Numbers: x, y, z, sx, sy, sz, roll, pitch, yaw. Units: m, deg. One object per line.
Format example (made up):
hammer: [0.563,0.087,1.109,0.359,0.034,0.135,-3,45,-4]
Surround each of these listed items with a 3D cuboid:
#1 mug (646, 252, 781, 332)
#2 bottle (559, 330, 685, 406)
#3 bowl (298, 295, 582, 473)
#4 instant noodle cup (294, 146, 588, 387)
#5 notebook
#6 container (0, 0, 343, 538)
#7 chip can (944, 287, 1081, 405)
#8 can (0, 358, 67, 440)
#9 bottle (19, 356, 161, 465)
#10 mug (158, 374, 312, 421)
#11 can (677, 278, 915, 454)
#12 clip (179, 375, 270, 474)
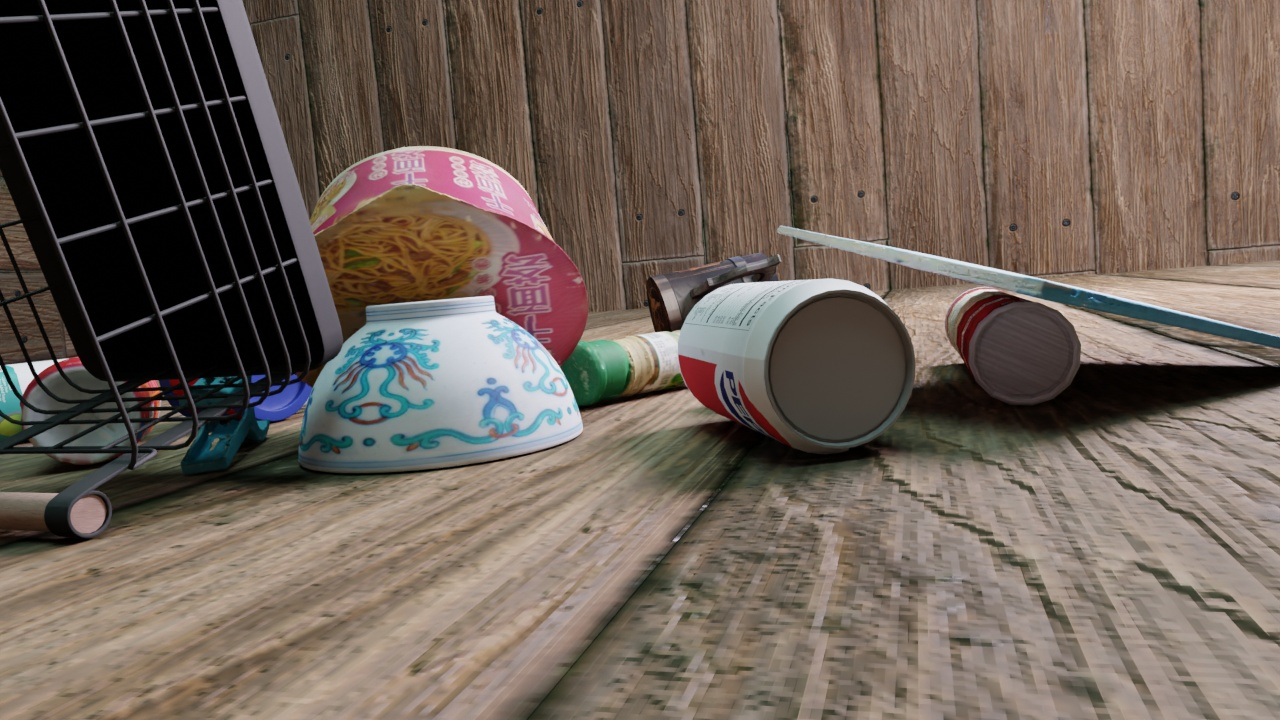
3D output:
mug: [0.070,-0.057,0.833,0.107,0.080,0.116,-15,-16,-9]
bottle: [-0.004,0.004,0.608,0.043,0.043,0.110,0,6,44]
bowl: [-0.105,0.006,0.474,0.144,0.074,0.144,-5,5,0]
instant noodle cup: [-0.124,-0.049,0.543,0.178,0.077,0.179,-8,-38,-6]
notebook: [0.225,-0.036,0.493,0.253,0.009,0.181,7,11,-28]
container: [-0.246,-0.068,0.361,0.163,0.241,0.130,-3,21,23]
chip can: [0.211,-0.014,0.538,0.052,0.052,0.214,-3,5,16]
can: [-0.439,0.030,0.643,0.055,0.055,0.101,0,7,43]
bottle: [-0.325,0.025,0.555,0.062,0.062,0.138,-7,4,-22]
mug: [-0.276,0.012,0.666,0.076,0.074,0.112,-2,-21,31]
can: [0.064,-0.001,0.415,0.070,0.070,0.132,-6,5,-10]
clip: [-0.225,0.003,0.502,0.031,0.121,0.130,2,-9,-12]
